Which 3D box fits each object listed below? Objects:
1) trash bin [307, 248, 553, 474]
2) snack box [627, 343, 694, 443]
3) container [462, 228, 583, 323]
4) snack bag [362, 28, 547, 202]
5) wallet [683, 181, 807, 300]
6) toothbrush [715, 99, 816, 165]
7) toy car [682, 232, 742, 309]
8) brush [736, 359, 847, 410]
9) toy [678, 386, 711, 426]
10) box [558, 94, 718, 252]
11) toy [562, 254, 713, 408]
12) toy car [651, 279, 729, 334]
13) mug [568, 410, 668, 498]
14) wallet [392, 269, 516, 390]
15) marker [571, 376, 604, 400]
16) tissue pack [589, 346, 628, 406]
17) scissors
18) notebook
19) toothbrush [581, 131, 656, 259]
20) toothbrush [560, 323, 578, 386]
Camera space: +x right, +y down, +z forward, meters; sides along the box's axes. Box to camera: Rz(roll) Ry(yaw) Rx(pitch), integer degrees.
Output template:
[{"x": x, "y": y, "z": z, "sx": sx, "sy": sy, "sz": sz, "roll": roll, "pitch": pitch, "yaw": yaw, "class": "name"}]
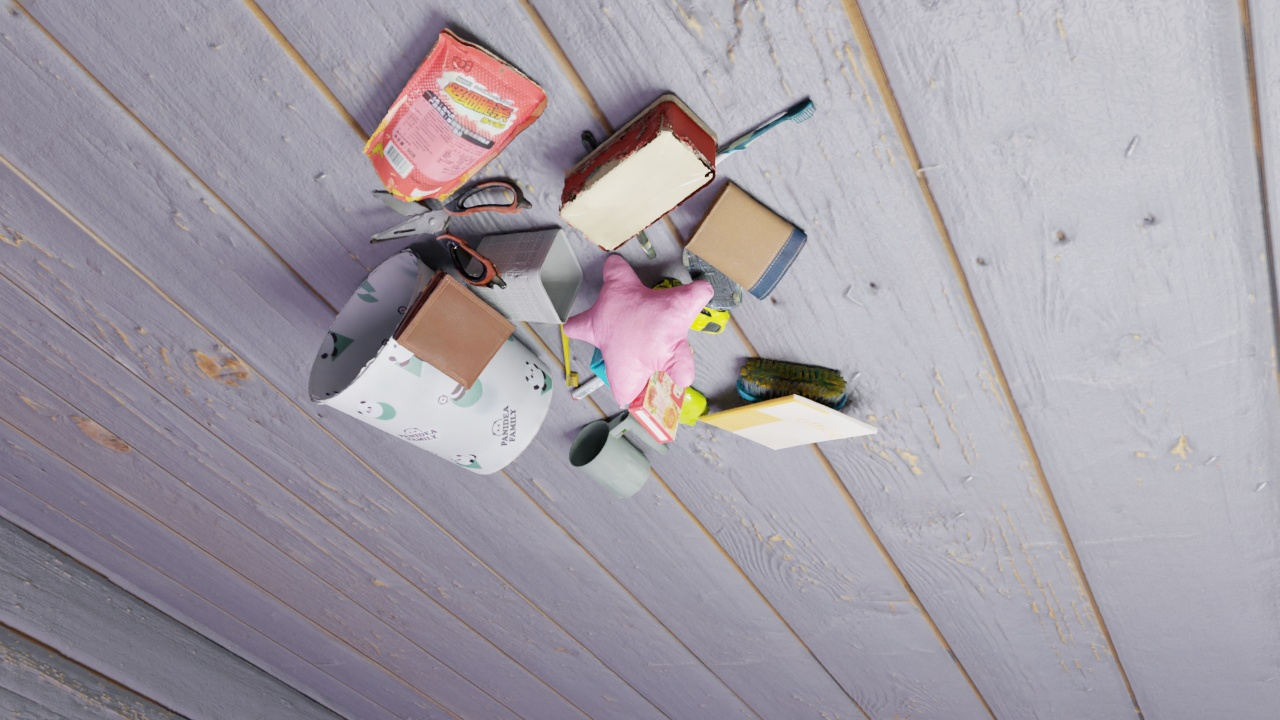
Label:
[{"x": -0.269, "y": 0.018, "z": 1.224, "sx": 0.230, "sy": 0.229, "sz": 0.252, "roll": -22, "pitch": 133, "yaw": 38, "class": "trash bin"}, {"x": 0.029, "y": 0.024, "z": 1.171, "sx": 0.026, "sy": 0.152, "sz": 0.075, "roll": -15, "pitch": 132, "yaw": 32, "class": "snack box"}, {"x": -0.146, "y": -0.103, "z": 1.131, "sx": 0.114, "sy": 0.090, "sz": 0.090, "roll": 1, "pitch": 139, "yaw": 22, "class": "container"}, {"x": -0.207, "y": -0.254, "z": 0.990, "sx": 0.128, "sy": 0.073, "sz": 0.208, "roll": 32, "pitch": 134, "yaw": -26, "class": "snack bag"}, {"x": 0.117, "y": -0.132, "z": 1.019, "sx": 0.115, "sy": 0.033, "sz": 0.090, "roll": 31, "pitch": 101, "yaw": -19, "class": "wallet"}, {"x": 0.102, "y": -0.220, "z": 0.957, "sx": 0.192, "sy": 0.016, "sz": 0.018, "roll": -24, "pitch": 138, "yaw": 39, "class": "toothbrush"}, {"x": 0.087, "y": -0.106, "z": 1.086, "sx": 0.054, "sy": 0.036, "sz": 0.121, "roll": -1, "pitch": 142, "yaw": 20, "class": "toy car"}, {"x": 0.198, "y": 0.043, "z": 1.214, "sx": 0.144, "sy": 0.055, "sz": 0.074, "roll": 9, "pitch": 140, "yaw": 8, "class": "brush"}, {"x": 0.051, "y": 0.057, "z": 1.303, "sx": 0.100, "sy": 0.031, "sz": 0.097, "roll": 12, "pitch": 140, "yaw": 6, "class": "toy"}, {"x": -0.005, "y": -0.189, "z": 0.965, "sx": 0.169, "sy": 0.078, "sz": 0.091, "roll": -31, "pitch": 128, "yaw": 35, "class": "box"}, {"x": -0.011, "y": -0.031, "z": 1.105, "sx": 0.195, "sy": 0.178, "sz": 0.074, "roll": 17, "pitch": -175, "yaw": 29, "class": "toy"}, {"x": 0.060, "y": -0.064, "z": 1.151, "sx": 0.105, "sy": 0.032, "sz": 0.048, "roll": 26, "pitch": 141, "yaw": -10, "class": "toy car"}, {"x": -0.031, "y": 0.143, "z": 1.409, "sx": 0.124, "sy": 0.083, "sz": 0.103, "roll": -37, "pitch": 123, "yaw": 17, "class": "mug"}, {"x": -0.221, "y": -0.034, "z": 1.093, "sx": 0.124, "sy": 0.101, "sz": 0.032, "roll": 39, "pitch": 174, "yaw": -37, "class": "wallet"}, {"x": -0.054, "y": 0.025, "z": 1.313, "sx": 0.017, "sy": 0.017, "sz": 0.146, "roll": 34, "pitch": 139, "yaw": -22, "class": "marker"}, {"x": -0.007, "y": 0.007, "z": 1.211, "sx": 0.050, "sy": 0.093, "sz": 0.133, "roll": -17, "pitch": 132, "yaw": 33, "class": "tissue pack"}, {"x": -0.227, "y": -0.161, "z": 1.093, "sx": 0.189, "sy": 0.015, "sz": 0.226, "roll": -45, "pitch": 76, "yaw": 15, "class": "scissors"}, {"x": 0.195, "y": 0.086, "z": 1.243, "sx": 0.145, "sy": 0.010, "sz": 0.207, "roll": 22, "pitch": 159, "yaw": -27, "class": "notebook"}, {"x": -0.023, "y": -0.182, "z": 1.045, "sx": 0.012, "sy": 0.017, "sz": 0.186, "roll": -15, "pitch": 133, "yaw": 19, "class": "toothbrush"}, {"x": -0.099, "y": -0.024, "z": 1.268, "sx": 0.016, "sy": 0.015, "sz": 0.190, "roll": 6, "pitch": 141, "yaw": 5, "class": "toothbrush"}]
